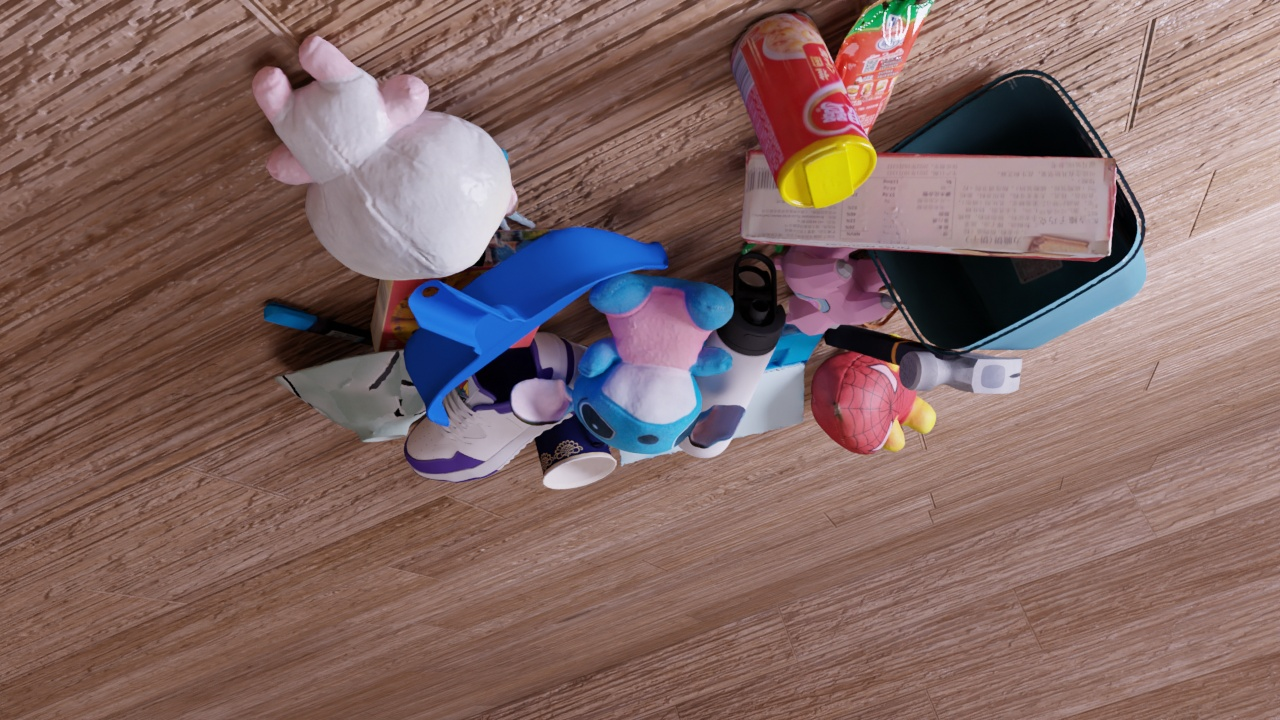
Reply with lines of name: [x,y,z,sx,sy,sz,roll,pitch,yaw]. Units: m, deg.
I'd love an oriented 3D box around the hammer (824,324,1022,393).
hammer: [0.269,-0.008,0.953,0.139,0.035,0.312,2,-172,-14]

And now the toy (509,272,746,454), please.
toy: [-0.005,0.005,0.860,0.224,0.098,0.192,7,118,-6]

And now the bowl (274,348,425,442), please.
bowl: [-0.238,0.038,0.830,0.174,0.068,0.174,-9,174,-1]

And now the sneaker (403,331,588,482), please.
sneaker: [-0.163,0.047,0.932,0.245,0.091,0.111,-31,150,17]

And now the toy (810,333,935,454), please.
toy: [0.288,0.044,1.137,0.099,0.147,0.215,-8,-179,44]

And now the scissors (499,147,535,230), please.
scissors: [-0.128,-0.122,0.712,0.083,0.016,0.135,-16,161,4]

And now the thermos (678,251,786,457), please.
thermos: [0.089,0.002,0.954,0.068,0.101,0.230,8,141,-8]

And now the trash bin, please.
trash bin: [0.345,-0.111,0.839,0.200,0.196,0.218,-33,157,29]

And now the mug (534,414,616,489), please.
mug: [-0.073,0.083,1.052,0.085,0.089,0.112,7,145,-41]

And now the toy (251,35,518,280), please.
toy: [-0.169,-0.124,0.595,0.139,0.101,0.179,-27,129,14]

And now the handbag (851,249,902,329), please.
handbag: [0.273,-0.069,1.033,0.093,0.043,0.196,-17,157,3]

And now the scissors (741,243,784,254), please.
scissors: [0.141,-0.136,0.847,0.108,0.012,0.132,-16,154,-3]

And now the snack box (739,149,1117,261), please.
snack box: [0.218,-0.123,0.717,0.273,0.076,0.044,4,178,15]

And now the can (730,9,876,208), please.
can: [0.109,-0.172,0.630,0.066,0.124,0.067,-13,155,-6]

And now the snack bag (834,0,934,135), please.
snack bag: [0.172,-0.222,0.664,0.087,0.044,0.155,-26,158,-25]

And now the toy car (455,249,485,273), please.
toy car: [-0.161,-0.095,0.692,0.091,0.042,0.036,7,149,-20]

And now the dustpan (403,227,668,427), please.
dustpan: [-0.106,-0.034,0.685,0.246,0.059,0.257,-35,163,8]

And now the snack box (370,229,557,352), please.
snack box: [-0.150,-0.056,0.786,0.144,0.040,0.143,-5,153,-24]

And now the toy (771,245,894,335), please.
toy: [0.187,-0.074,0.921,0.123,0.067,0.158,30,159,-22]

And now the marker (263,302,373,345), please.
marker: [-0.272,-0.029,0.798,0.018,0.015,0.123,-27,155,26]

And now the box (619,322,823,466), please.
box: [0.083,0.024,1.071,0.243,0.060,0.176,-11,136,-12]
